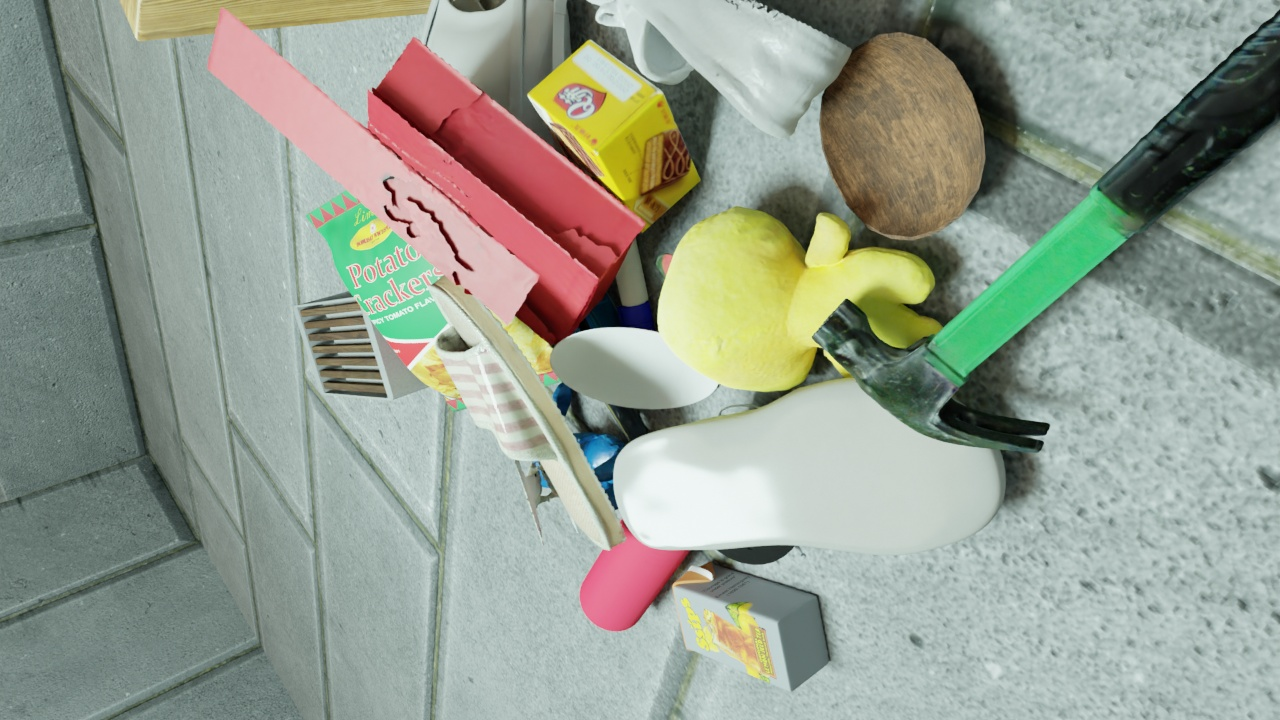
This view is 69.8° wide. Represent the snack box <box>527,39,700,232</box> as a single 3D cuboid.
[{"bbox_3d":[-0.017,-0.157,0.653,0.083,0.061,0.106,45,176,30],"label":"snack box"}]

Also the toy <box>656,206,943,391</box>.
[{"bbox_3d":[0.092,-0.034,0.598,0.208,0.092,0.134,-1,120,31],"label":"toy"}]

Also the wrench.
[{"bbox_3d":[-0.069,-0.034,0.844,0.273,0.022,0.073,56,171,11],"label":"wrench"}]

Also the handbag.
[{"bbox_3d":[-0.111,-0.268,0.769,0.216,0.095,0.223,20,111,44],"label":"handbag"}]

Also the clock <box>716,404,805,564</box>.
[{"bbox_3d":[0.084,0.093,0.694,0.095,0.035,0.122,-3,99,33],"label":"clock"}]

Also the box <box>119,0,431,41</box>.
[{"bbox_3d":[-0.328,-0.461,0.757,0.287,0.278,0.334,-36,80,53],"label":"box"}]

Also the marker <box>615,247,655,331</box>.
[{"bbox_3d":[-0.013,-0.083,0.758,0.027,0.023,0.133,-3,106,36],"label":"marker"}]

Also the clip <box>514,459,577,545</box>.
[{"bbox_3d":[-0.092,0.119,0.857,0.052,0.057,0.102,8,124,34],"label":"clip"}]

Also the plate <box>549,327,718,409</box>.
[{"bbox_3d":[-0.004,0.004,0.727,0.135,0.134,0.011,-38,39,53],"label":"plate"}]

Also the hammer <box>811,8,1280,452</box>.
[{"bbox_3d":[0.220,-0.068,0.427,0.130,0.032,0.320,44,132,8],"label":"hammer"}]

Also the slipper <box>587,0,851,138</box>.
[{"bbox_3d":[0.026,-0.211,0.580,0.075,0.112,0.247,-53,52,9],"label":"slipper"}]

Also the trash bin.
[{"bbox_3d":[-0.299,-0.029,1.075,0.229,0.114,0.114,0,108,52],"label":"trash bin"}]

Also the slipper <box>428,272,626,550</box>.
[{"bbox_3d":[-0.097,0.052,0.730,0.263,0.052,0.115,60,162,-19],"label":"slipper"}]

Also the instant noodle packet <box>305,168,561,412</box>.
[{"bbox_3d":[-0.195,-0.064,0.887,0.196,0.090,0.253,-16,116,40],"label":"instant noodle packet"}]

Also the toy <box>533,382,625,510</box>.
[{"bbox_3d":[-0.053,0.086,0.862,0.176,0.070,0.113,18,120,59],"label":"toy"}]

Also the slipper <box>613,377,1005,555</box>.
[{"bbox_3d":[0.110,0.075,0.623,0.266,0.080,0.113,-13,87,30],"label":"slipper"}]

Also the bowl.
[{"bbox_3d":[0.152,-0.127,0.521,0.102,0.026,0.114,-27,85,53],"label":"bowl"}]

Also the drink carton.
[{"bbox_3d":[0.089,0.218,0.761,0.125,0.048,0.076,4,110,51],"label":"drink carton"}]

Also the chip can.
[{"bbox_3d":[0.006,0.168,0.826,0.069,0.069,0.221,51,141,22],"label":"chip can"}]

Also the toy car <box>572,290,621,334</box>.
[{"bbox_3d":[-0.046,-0.042,0.800,0.120,0.056,0.044,58,137,9],"label":"toy car"}]

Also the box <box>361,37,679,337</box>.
[{"bbox_3d":[-0.085,-0.149,0.714,0.213,0.152,0.165,39,155,1],"label":"box"}]
